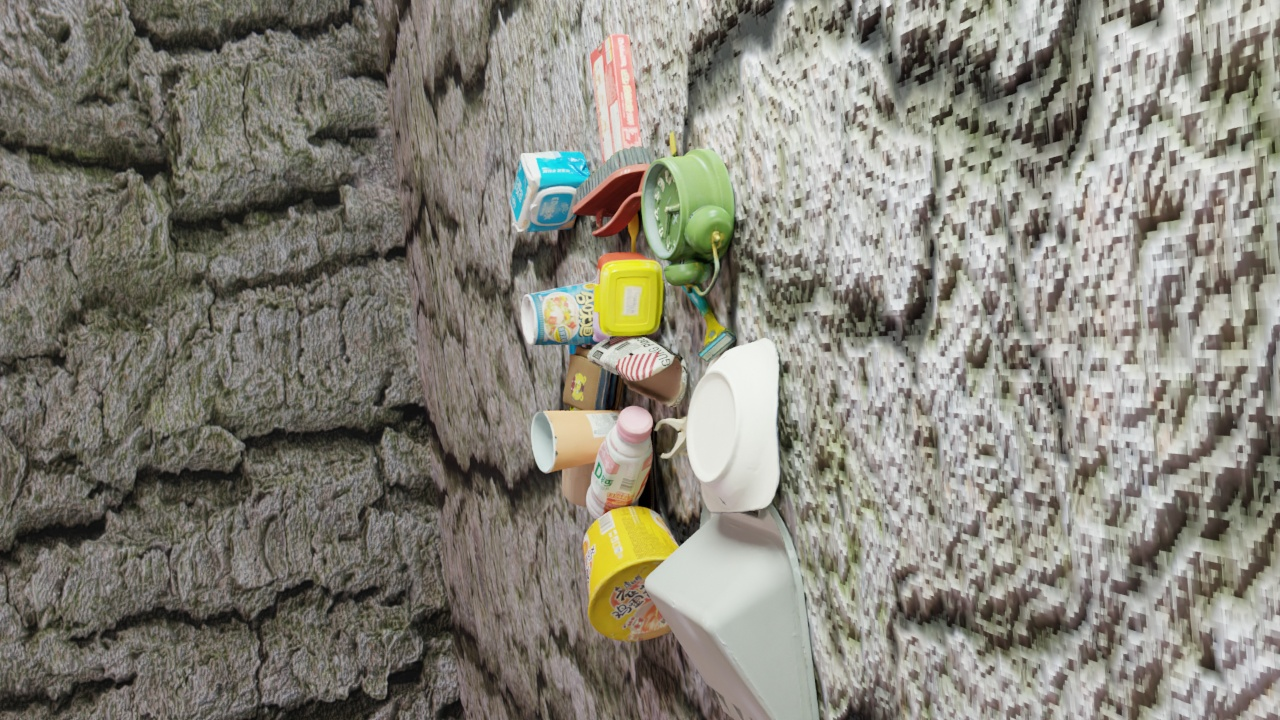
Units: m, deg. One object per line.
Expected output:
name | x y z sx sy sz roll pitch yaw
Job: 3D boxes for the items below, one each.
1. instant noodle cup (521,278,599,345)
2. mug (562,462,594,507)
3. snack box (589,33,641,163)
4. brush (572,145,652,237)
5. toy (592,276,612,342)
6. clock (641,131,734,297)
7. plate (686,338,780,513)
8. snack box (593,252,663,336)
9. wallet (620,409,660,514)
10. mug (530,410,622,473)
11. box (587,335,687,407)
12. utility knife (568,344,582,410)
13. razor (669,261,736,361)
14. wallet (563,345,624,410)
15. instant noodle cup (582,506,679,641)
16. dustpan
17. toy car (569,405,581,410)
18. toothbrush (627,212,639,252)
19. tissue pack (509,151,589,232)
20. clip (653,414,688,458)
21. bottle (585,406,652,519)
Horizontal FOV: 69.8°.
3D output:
instant noodle cup | -0.103 -0.062 1.264 0.099 0.109 0.099 173 90 -69
mug | -0.068 0.131 1.299 0.124 0.084 0.104 -85 1 -58
snack box | -0.029 -0.307 1.110 0.075 0.025 0.153 178 85 -69
brush | -0.023 -0.194 1.075 0.146 0.063 0.069 -25 68 60
toy | -0.037 -0.068 1.193 0.084 0.038 0.108 19 113 47
clock | 0.050 -0.140 0.926 0.116 0.056 0.161 116 141 -56
plate | 0.082 0.066 0.894 0.165 0.034 0.163 152 122 -65
snack box | -0.019 -0.083 1.091 0.080 0.082 0.091 -120 30 -65
wallet | -0.003 0.132 1.200 0.096 0.020 0.122 14 109 62
mug | -0.068 0.097 1.167 0.078 0.122 0.078 18 111 61
box | -0.010 0.003 1.081 0.163 0.087 0.076 27 105 64
utility knife | -0.095 0.005 1.344 0.034 0.018 0.191 135 135 -64
razor | 0.060 -0.060 0.964 0.043 0.028 0.132 -45 52 26
wallet | -0.065 0.029 1.261 0.115 0.033 0.090 17 97 57
instant noodle cup | -0.007 0.252 1.109 0.109 0.138 0.138 -115 26 -54
dustpan | 0.118 0.262 0.951 0.258 0.142 0.223 56 163 -14
toy car | -0.093 0.057 1.367 0.048 0.032 0.105 141 131 -65
toothbrush | -0.010 -0.093 1.147 0.018 0.016 0.191 -123 32 -68
tissue pack | -0.129 -0.236 1.297 0.140 0.090 0.063 118 140 -55
clip | 0.055 0.091 1.024 0.105 0.034 0.082 -8 86 61
bottle | -0.022 0.127 1.113 0.197 0.068 0.068 105 150 -50
